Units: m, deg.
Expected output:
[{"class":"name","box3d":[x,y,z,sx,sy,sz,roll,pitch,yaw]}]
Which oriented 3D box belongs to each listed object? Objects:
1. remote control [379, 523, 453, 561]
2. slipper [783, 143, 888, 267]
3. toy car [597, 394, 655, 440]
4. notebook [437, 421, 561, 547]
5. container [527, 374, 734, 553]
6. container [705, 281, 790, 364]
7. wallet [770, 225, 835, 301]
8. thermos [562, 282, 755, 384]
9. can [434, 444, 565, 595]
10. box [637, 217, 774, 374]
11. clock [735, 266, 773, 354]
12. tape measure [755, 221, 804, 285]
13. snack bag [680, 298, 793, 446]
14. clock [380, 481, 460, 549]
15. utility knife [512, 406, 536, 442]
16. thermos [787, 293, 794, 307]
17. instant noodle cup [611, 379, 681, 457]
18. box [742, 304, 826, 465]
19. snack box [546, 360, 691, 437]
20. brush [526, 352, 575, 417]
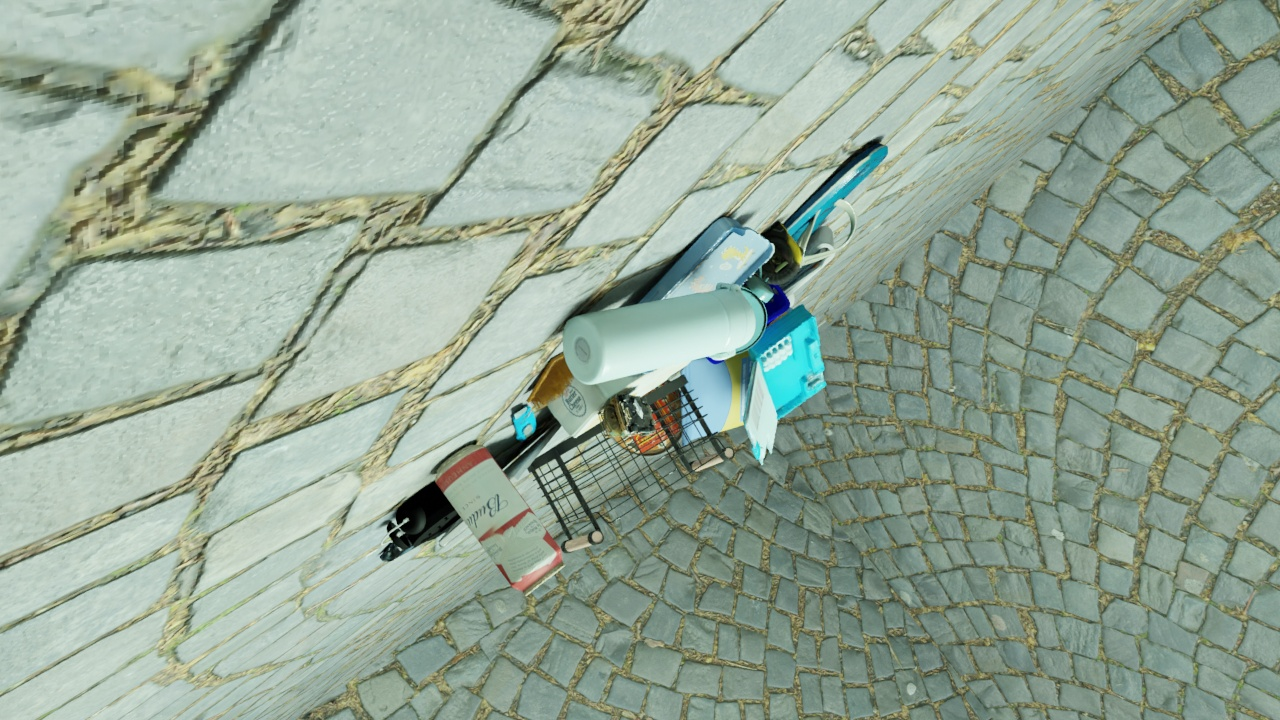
[{"class":"remote control","box3d":[-0.295,0.241,1.279,0.047,0.022,0.150,-43,170,32]},{"class":"slipper","box3d":[0.221,-0.160,1.170,0.118,0.060,0.296,-26,166,-39]},{"class":"toy car","box3d":[-0.019,0.065,1.031,0.047,0.047,0.111,-18,170,17]},{"class":"notebook","box3d":[-0.175,0.153,1.192,0.143,0.009,0.209,-42,-176,19]},{"class":"container","box3d":[-0.017,0.135,1.217,0.240,0.130,0.163,-28,177,-30]},{"class":"container","box3d":[0.120,-0.061,1.191,0.085,0.084,0.114,-31,170,-28]},{"class":"wallet","box3d":[0.226,-0.131,1.301,0.119,0.037,0.115,-42,-169,24]},{"class":"thermos","box3d":[0.025,-0.027,0.897,0.206,0.078,0.065,-13,-165,-38]},{"class":"can","box3d":[-0.155,0.174,1.012,0.067,0.170,0.067,-37,172,-6]},{"class":"box","box3d":[0.042,-0.065,0.973,0.210,0.034,0.127,-45,155,20]},{"class":"clock","box3d":[0.105,-0.067,1.073,0.053,0.090,0.124,-98,-159,-62]},{"class":"tape measure","box3d":[0.161,-0.123,1.105,0.067,0.062,0.038,-38,171,10]},{"class":"snack bag","box3d":[0.131,0.018,1.327,0.204,0.102,0.159,-34,139,-30]},{"class":"clock","box3d":[-0.251,0.181,1.077,0.120,0.042,0.091,-31,169,-38]},{"class":"utility knife","box3d":[-0.138,0.075,1.088,0.031,0.015,0.175,-41,171,-11]},{"class":"thermos","box3d":[0.147,-0.055,1.428,0.223,0.052,0.052,-33,170,-28]},{"class":"instant noodle cup","box3d":[0.013,0.077,1.400,0.124,0.123,0.121,-39,180,5]},{"class":"box","box3d":[0.179,0.040,1.233,0.181,0.072,0.227,-55,155,-12]},{"class":"snack box","box3d":[-0.007,0.007,1.116,0.207,0.057,0.104,-31,168,-38]},{"class":"brush","box3d":[-0.096,0.031,0.985,0.048,0.017,0.127,-30,164,-41]}]
